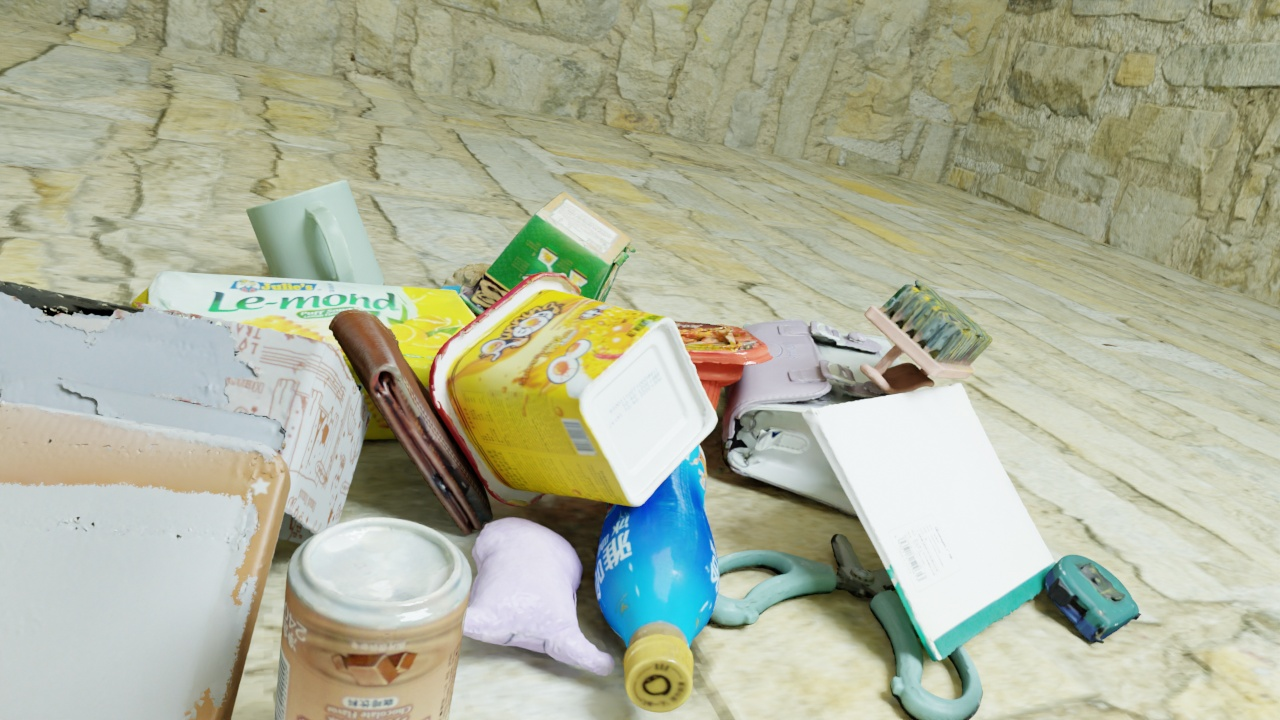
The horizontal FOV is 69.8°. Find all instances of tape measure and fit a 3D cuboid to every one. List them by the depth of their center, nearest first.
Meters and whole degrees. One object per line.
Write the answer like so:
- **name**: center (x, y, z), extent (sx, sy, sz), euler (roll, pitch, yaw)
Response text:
- **tape measure**: center (0.288, 0.149, 0.585), extent (0.058, 0.025, 0.054), euler (-4, 44, -41)

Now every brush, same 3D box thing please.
- **brush**: center (0.204, -0.009, 0.656), extent (0.063, 0.073, 0.145), euler (46, 19, 24)
- **brush**: center (-0.185, -0.046, 0.827), extent (0.083, 0.046, 0.253), euler (25, 26, 19)

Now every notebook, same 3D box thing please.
- **notebook**: center (0.191, 0.087, 0.573), extent (0.208, 0.012, 0.150), euler (-3, 63, -49)

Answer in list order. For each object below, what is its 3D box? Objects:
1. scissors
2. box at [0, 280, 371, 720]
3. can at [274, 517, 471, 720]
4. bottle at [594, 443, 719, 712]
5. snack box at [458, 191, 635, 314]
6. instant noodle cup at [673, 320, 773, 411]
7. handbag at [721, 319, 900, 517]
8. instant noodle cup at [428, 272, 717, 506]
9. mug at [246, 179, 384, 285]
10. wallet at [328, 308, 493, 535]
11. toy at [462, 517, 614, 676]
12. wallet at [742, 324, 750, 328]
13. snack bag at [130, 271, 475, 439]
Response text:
- **scissors**: center (0.124, 0.147, 0.515), extent (0.170, 0.019, 0.181), euler (0, 23, -35)
- **box**: center (-0.235, 0.074, 0.406), extent (0.181, 0.197, 0.158), euler (10, -21, -6)
- **can**: center (-0.094, 0.117, 0.315), extent (0.058, 0.116, 0.058), euler (11, 20, -4)
- **bottle**: center (0.009, 0.103, 0.496), extent (0.065, 0.065, 0.218), euler (12, 21, -4)
- **snack box**: center (-0.076, -0.084, 0.827), extent (0.117, 0.106, 0.118), euler (34, 27, -3)
- **instant noodle cup**: center (-0.004, 0.004, 0.688), extent (0.189, 0.079, 0.164), euler (2, 9, 0)
- **handbag**: center (0.138, 0.034, 0.729), extent (0.145, 0.098, 0.196), euler (9, 19, 4)
- **instant noodle cup**: center (-0.034, 0.020, 0.513), extent (0.124, 0.116, 0.116), euler (7, 42, 47)
- **mug**: center (-0.253, -0.083, 0.735), extent (0.082, 0.106, 0.112), euler (-24, 16, -28)
- **wallet**: center (-0.131, 0.033, 0.531), extent (0.032, 0.124, 0.101), euler (-32, 34, -10)
- **toy**: center (-0.054, 0.114, 0.465), extent (0.084, 0.039, 0.108), euler (23, 12, -13)
- **wallet**: center (0.158, 0.008, 0.890), extent (0.130, 0.037, 0.106), euler (13, 30, 3)
- **snack bag**: center (-0.215, -0.001, 0.630), extent (0.246, 0.068, 0.158), euler (2, 23, -29)
